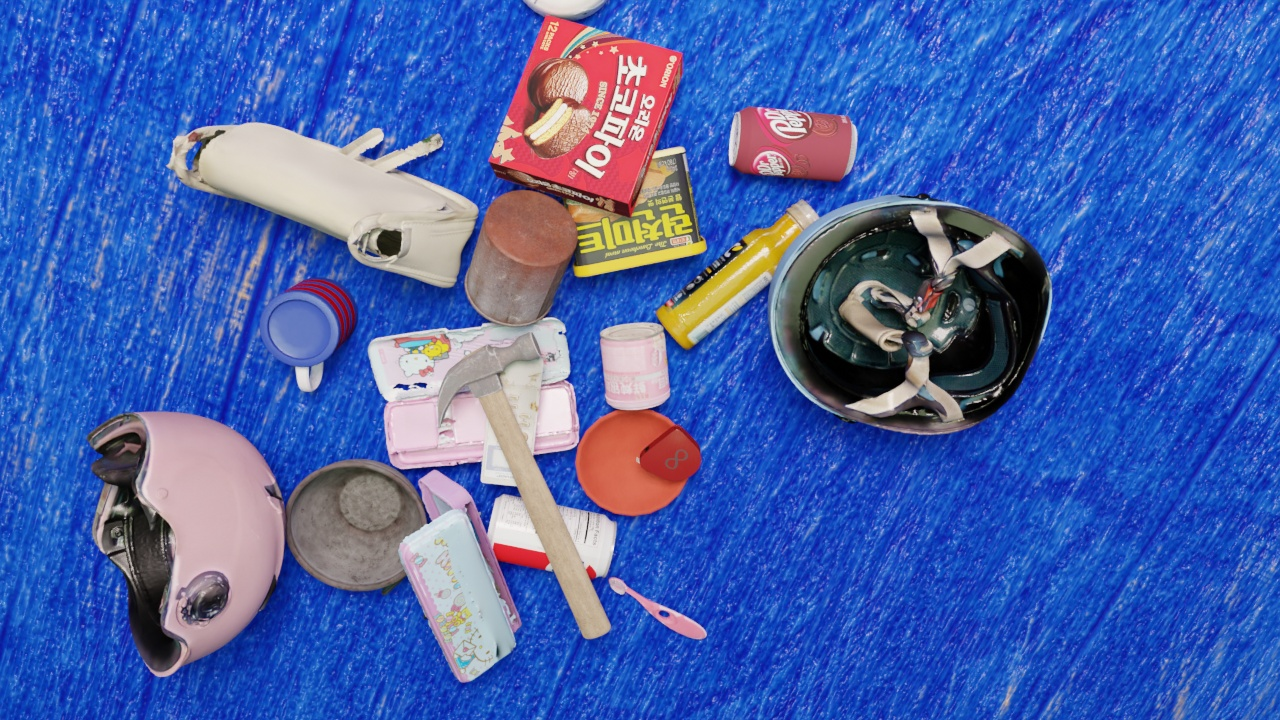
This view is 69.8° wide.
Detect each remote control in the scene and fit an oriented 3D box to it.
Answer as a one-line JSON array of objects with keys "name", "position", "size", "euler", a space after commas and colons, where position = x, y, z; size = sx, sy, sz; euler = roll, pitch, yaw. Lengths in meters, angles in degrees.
[{"name": "remote control", "position": [-0.130, 0.061, 0.925], "size": [0.050, 0.011, 0.136], "euler": [7, 103, -5]}]

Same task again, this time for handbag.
[{"name": "handbag", "position": [-0.269, -0.163, 0.833], "size": [0.229, 0.183, 0.132], "euler": [22, 101, 9]}]

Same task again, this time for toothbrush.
[{"name": "toothbrush", "position": [0.020, 0.285, 1.047], "size": [0.135, 0.016, 0.022], "euler": [33, 102, -10]}]

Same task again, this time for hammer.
[{"name": "hammer", "position": [-0.103, 0.139, 0.930], "size": [0.119, 0.030, 0.331], "euler": [-21, 106, 2]}]

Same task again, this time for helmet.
[{"name": "helmet", "position": [0.238, -0.051, 0.881], "size": [0.265, 0.166, 0.226], "euler": [11, 106, -14]}, {"name": "helmet", "position": [-0.442, 0.172, 0.908], "size": [0.152, 0.230, 0.255], "euler": [-8, 98, -45]}]

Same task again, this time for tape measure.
[{"name": "tape measure", "position": [0.033, 0.101, 0.957], "size": [0.059, 0.019, 0.051], "euler": [-39, 106, 15]}]

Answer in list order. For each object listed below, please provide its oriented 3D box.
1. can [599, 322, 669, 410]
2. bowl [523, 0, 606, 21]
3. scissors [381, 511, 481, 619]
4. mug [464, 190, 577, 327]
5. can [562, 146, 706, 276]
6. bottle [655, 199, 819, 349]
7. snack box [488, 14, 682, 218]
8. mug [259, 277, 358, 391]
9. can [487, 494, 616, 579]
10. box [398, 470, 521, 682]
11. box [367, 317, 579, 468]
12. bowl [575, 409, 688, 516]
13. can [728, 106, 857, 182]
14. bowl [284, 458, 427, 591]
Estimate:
[{"name": "can", "position": [-0.006, 0.005, 0.941], "size": [0.067, 0.067, 0.076], "euler": [-6, 105, -1]}, {"name": "bowl", "position": [-0.071, -0.367, 0.840], "size": [0.105, 0.054, 0.105], "euler": [-1, 106, -4]}, {"name": "scissors", "position": [-0.230, 0.226, 1.019], "size": [0.150, 0.019, 0.121], "euler": [-19, 105, 1]}, {"name": "mug", "position": [-0.118, -0.110, 0.878], "size": [0.096, 0.110, 0.123], "euler": [-6, 64, -30]}, {"name": "can", "position": [-0.010, -0.146, 0.896], "size": [0.131, 0.072, 0.101], "euler": [-11, 103, 1]}, {"name": "bottle", "position": [0.102, -0.088, 0.926], "size": [0.186, 0.053, 0.053], "euler": [-40, 104, 8]}, {"name": "snack box", "position": [-0.048, -0.225, 0.844], "size": [0.133, 0.036, 0.152], "euler": [18, 80, 7]}, {"name": "mug", "position": [-0.329, -0.021, 0.914], "size": [0.075, 0.076, 0.112], "euler": [7, 105, -5]}, {"name": "can", "position": [-0.097, 0.190, 0.987], "size": [0.132, 0.070, 0.070], "euler": [13, 105, -6]}, {"name": "box", "position": [-0.195, 0.227, 0.938], "size": [0.092, 0.090, 0.214], "euler": [-37, 132, -31]}, {"name": "box", "position": [-0.169, 0.033, 0.952], "size": [0.201, 0.059, 0.156], "euler": [-6, 104, -1]}, {"name": "bowl", "position": [-0.008, 0.104, 0.985], "size": [0.122, 0.035, 0.122], "euler": [-1, 106, -2]}, {"name": "can", "position": [0.147, -0.209, 0.889], "size": [0.114, 0.063, 0.063], "euler": [4, 105, -4]}, {"name": "bowl", "position": [-0.293, 0.163, 0.972], "size": [0.145, 0.067, 0.145], "euler": [-1, 106, -2]}]
